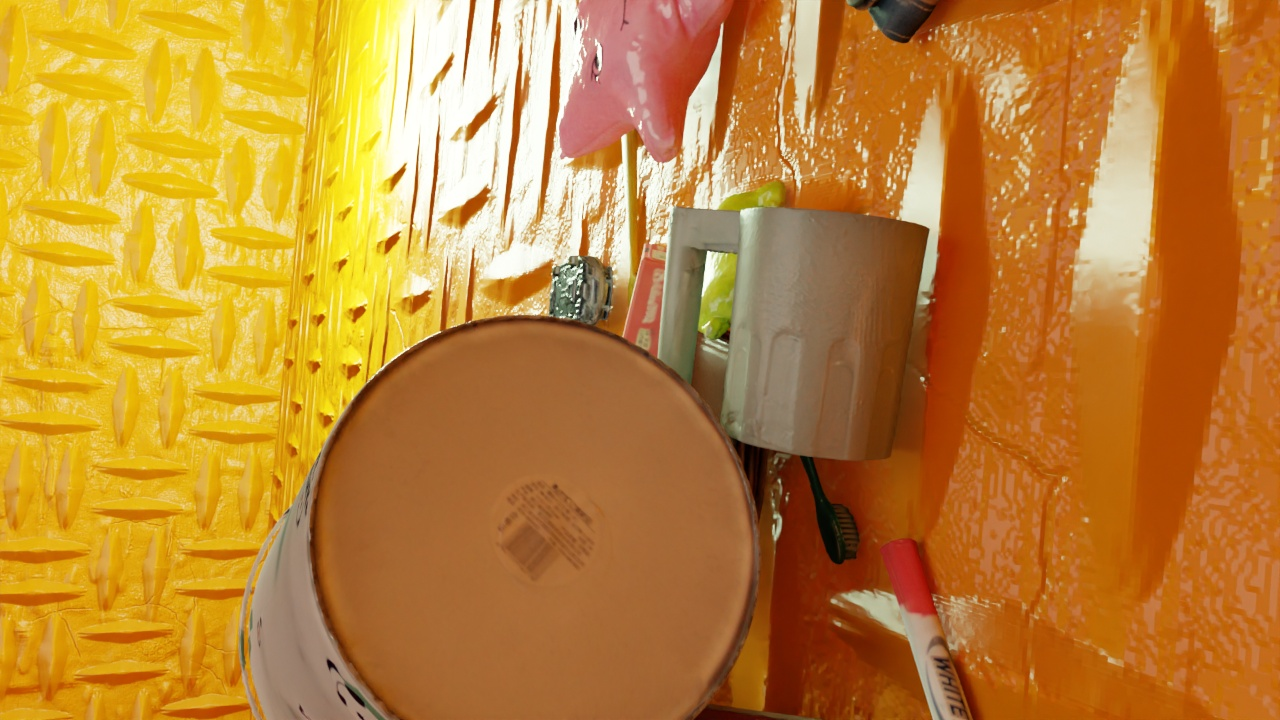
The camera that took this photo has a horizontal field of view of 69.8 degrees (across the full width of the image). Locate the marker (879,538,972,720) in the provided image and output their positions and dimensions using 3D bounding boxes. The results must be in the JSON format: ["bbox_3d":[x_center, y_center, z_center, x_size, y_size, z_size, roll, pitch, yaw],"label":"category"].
[{"bbox_3d":[0.126,0.143,0.371,0.017,0.017,0.145,-49,44,48],"label":"marker"}]

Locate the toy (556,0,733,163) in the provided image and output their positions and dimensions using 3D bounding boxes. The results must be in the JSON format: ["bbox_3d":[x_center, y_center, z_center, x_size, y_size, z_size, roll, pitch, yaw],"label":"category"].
[{"bbox_3d":[-0.005,-0.200,0.614,0.179,0.074,0.194,-54,39,30],"label":"toy"}]

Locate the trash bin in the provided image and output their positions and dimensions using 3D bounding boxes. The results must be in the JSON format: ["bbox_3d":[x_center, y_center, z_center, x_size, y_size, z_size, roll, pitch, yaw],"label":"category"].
[{"bbox_3d":[-0.078,0.111,0.461,0.253,0.229,0.229,133,135,-58],"label":"trash bin"}]

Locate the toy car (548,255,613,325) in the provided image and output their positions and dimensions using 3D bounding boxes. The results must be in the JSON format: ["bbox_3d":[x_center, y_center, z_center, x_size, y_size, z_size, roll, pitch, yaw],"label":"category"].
[{"bbox_3d":[-0.049,-0.051,0.716,0.121,0.036,0.054,-178,92,-72],"label":"toy car"}]

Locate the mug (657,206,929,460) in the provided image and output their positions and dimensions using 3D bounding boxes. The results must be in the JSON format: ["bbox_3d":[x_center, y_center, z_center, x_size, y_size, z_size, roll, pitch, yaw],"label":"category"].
[{"bbox_3d":[0.064,-0.016,0.426,0.124,0.083,0.103,9,96,30],"label":"mug"}]

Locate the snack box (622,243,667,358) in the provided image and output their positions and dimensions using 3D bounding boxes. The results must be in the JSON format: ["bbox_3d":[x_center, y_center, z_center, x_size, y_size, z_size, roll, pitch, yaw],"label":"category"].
[{"bbox_3d":[-0.004,0.003,0.598,0.075,0.025,0.153,-81,5,-76],"label":"snack box"}]

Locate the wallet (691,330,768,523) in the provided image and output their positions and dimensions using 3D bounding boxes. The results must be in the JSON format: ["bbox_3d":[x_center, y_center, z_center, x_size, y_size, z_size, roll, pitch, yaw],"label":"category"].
[{"bbox_3d":[0.039,0.033,0.528,0.124,0.032,0.101,-152,66,-71],"label":"wallet"}]

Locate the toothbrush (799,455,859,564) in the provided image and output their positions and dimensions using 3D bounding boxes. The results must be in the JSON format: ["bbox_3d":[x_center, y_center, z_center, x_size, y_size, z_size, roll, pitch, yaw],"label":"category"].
[{"bbox_3d":[0.081,0.017,0.482,0.016,0.018,0.191,121,145,-48],"label":"toothbrush"}]

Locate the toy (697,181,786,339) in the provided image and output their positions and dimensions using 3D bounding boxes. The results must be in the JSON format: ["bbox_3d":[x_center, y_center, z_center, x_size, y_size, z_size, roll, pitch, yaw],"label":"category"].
[{"bbox_3d":[0.055,-0.058,0.502,0.096,0.031,0.100,-52,29,1],"label":"toy"}]

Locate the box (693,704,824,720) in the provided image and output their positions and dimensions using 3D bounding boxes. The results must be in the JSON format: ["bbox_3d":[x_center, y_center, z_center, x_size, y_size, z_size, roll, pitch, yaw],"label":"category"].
[{"bbox_3d":[0.045,0.248,0.404,0.091,0.078,0.168,-2,83,25],"label":"box"}]

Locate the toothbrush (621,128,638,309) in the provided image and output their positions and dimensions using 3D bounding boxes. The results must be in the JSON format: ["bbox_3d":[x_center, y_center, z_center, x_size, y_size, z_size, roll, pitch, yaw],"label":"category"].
[{"bbox_3d":[-0.003,-0.123,0.664,0.016,0.016,0.190,-33,55,57],"label":"toothbrush"}]

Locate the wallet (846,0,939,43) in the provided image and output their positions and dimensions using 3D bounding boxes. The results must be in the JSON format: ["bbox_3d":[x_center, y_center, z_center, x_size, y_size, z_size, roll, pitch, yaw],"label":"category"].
[{"bbox_3d":[0.134,-0.213,0.409,0.116,0.033,0.090,-49,43,42],"label":"wallet"}]
